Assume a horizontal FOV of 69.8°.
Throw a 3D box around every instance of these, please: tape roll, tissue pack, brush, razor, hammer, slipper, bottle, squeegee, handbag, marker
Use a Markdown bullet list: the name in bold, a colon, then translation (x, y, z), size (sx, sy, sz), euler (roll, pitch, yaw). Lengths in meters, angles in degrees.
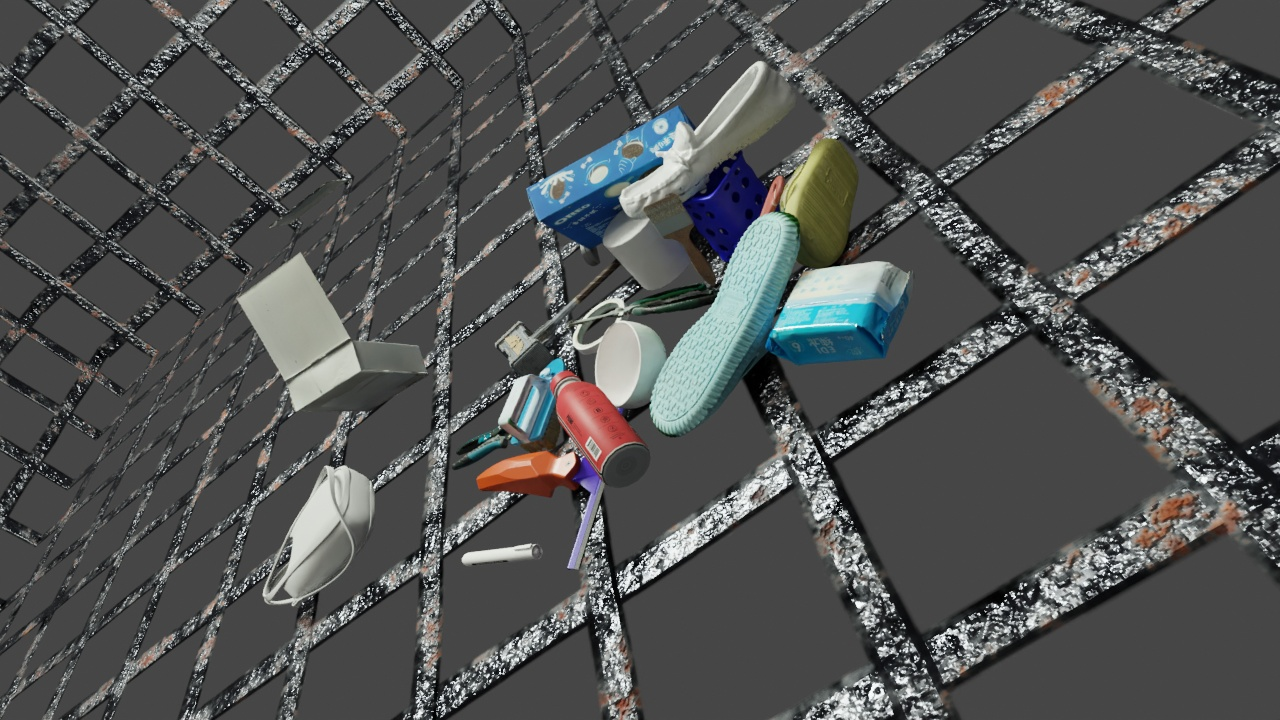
- **tape roll**: translation (-0.055, -0.048, 1.280), size (0.093, 0.013, 0.092), euler (-32, 33, 23)
- **tissue pack**: translation (0.200, -0.045, 0.921), size (0.145, 0.061, 0.092), euler (-4, 48, 47)
- **brush**: translation (0.137, -0.128, 1.054), size (0.041, 0.030, 0.173), euler (-102, 31, -62)
- **razor**: translation (-0.043, -0.206, 1.434), size (0.116, 0.047, 0.088), euler (-30, 33, 10)
- **hammer**: translation (-0.074, -0.106, 1.352), size (0.322, 0.044, 0.098), euler (-44, 30, -3)
- **brush**: translation (-0.131, 0.048, 1.195), size (0.056, 0.075, 0.135), euler (-17, 41, 38)
- **slipper**: translation (0.196, -0.182, 1.068), size (0.082, 0.091, 0.190), euler (-16, 37, 43)
- **slipper**: translation (0.105, -0.032, 1.001), size (0.276, 0.069, 0.116), euler (-62, 28, 4)
- **brush**: translation (0.057, -0.142, 1.129), size (0.045, 0.143, 0.008), euler (-19, 40, 23)
- **bottle**: translation (-0.055, 0.070, 1.053), size (0.062, 0.062, 0.176), euler (-44, 43, 2)
- **slipper**: translation (0.073, -0.261, 1.109), size (0.247, 0.074, 0.112), euler (-39, 15, 13)
- **squeegee**: translation (-0.122, 0.136, 1.095), size (0.185, 0.055, 0.248), euler (-12, 43, 32)
- **handbag**: translation (-0.485, 0.274, 1.339), size (0.223, 0.095, 0.215), euler (-47, 28, 8)
- **marker**: translation (-0.165, 0.228, 1.073), size (0.134, 0.020, 0.017), euler (-16, 31, 40)

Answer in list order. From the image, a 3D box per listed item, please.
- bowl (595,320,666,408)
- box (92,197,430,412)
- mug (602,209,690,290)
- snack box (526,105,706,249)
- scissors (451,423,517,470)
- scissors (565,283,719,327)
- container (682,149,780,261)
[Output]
- **bowl**: translation (-0.006, 0.006, 1.094), size (0.105, 0.054, 0.105), euler (-14, 74, 56)
- **box**: translation (-0.575, -0.067, 1.449), size (0.167, 0.506, 0.148), euler (-28, 39, 25)
- **mug**: translation (0.002, -0.161, 1.271), size (0.121, 0.090, 0.091), euler (6, 57, 53)
- **snack box**: translation (-0.015, -0.246, 1.281), size (0.239, 0.195, 0.056), euler (-25, 79, 14)
- **scissors**: translation (-0.206, 0.107, 1.270), size (0.128, 0.019, 0.139), euler (-53, 33, -15)
- **scissors**: translation (0.010, -0.062, 1.093), size (0.209, 0.015, 0.155), euler (-18, 15, -21)
- **container**: translation (0.114, -0.190, 1.148), size (0.085, 0.113, 0.084), euler (6, 57, 53)
